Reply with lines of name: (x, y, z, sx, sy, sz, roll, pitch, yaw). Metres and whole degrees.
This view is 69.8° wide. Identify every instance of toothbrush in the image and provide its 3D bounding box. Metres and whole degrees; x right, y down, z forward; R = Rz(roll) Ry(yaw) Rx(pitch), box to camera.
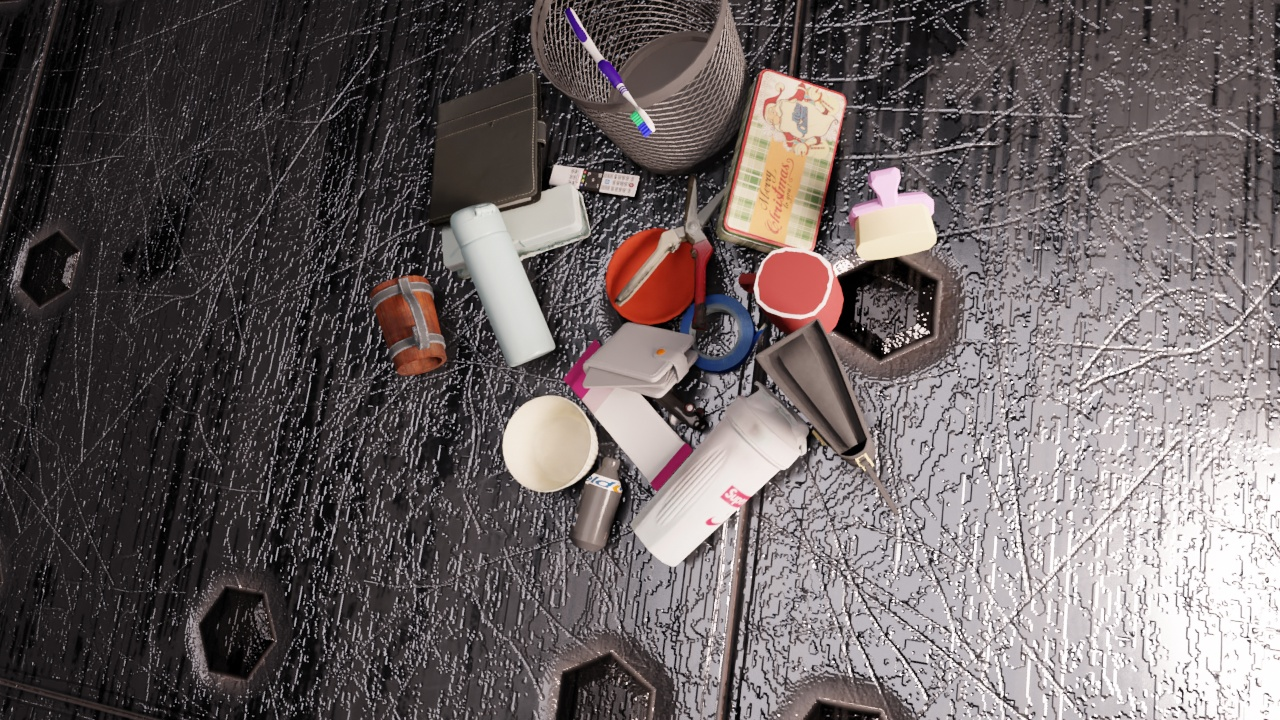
toothbrush: (-0.035, -0.303, 0.958, 0.016, 0.015, 0.186, -37, 69, 13)

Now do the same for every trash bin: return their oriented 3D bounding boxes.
trash bin: (0.018, -0.351, 1.083, 0.218, 0.227, 0.217, -4, 77, 18)

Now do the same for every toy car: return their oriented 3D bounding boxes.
toy car: (0.037, 0.052, 1.089, 0.092, 0.040, 0.037, 39, 93, 22)

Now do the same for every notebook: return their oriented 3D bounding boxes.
notebook: (-0.205, -0.284, 1.234, 0.170, 0.029, 0.208, -11, 65, 17)

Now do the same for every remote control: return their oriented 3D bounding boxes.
remote control: (-0.060, -0.234, 1.201, 0.124, 0.011, 0.028, 12, 82, 21)

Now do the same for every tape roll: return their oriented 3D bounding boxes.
tape roll: (0.093, -0.032, 1.101, 0.093, 0.016, 0.091, 37, 92, 22)

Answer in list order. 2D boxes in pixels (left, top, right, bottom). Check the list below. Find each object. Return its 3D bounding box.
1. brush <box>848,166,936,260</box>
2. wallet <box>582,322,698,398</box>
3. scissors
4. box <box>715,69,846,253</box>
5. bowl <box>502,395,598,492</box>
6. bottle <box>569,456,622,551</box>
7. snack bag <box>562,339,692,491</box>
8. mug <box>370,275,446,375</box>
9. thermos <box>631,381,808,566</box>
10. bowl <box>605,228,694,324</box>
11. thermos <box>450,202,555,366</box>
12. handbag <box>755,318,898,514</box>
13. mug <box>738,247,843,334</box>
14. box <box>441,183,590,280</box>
brush: (0.261, -0.149, 0.956, 0.089, 0.228, 0.043, -9, 83, 17)
wallet: (-0.006, 0.006, 1.075, 0.119, 0.037, 0.115, 14, 45, 36)
scissors: (0.044, -0.122, 1.099, 0.179, 0.015, 0.198, -21, 71, 14)
box: (0.166, -0.229, 1.079, 0.117, 0.050, 0.205, 16, 83, -5)
bowl: (-0.102, 0.104, 1.114, 0.115, 0.062, 0.115, -4, 77, 18)
bottle: (-0.050, 0.170, 1.091, 0.047, 0.047, 0.112, 16, 84, 21)
snack bag: (-0.018, 0.064, 1.108, 0.196, 0.016, 0.070, 48, 110, 27)
mug: (-0.298, -0.050, 1.193, 0.081, 0.118, 0.111, -14, 75, -22)
thermos: (0.090, 0.131, 1.033, 0.220, 0.099, 0.099, -47, 68, 10)
bowl: (0.020, -0.100, 1.131, 0.122, 0.035, 0.122, -4, 77, 18)
thermos: (-0.175, -0.098, 1.151, 0.065, 0.078, 0.207, -23, 90, -31)
handbag: (0.213, 0.073, 0.954, 0.072, 0.175, 0.195, -32, 73, 9)
mug: (0.166, -0.078, 1.042, 0.116, 0.096, 0.080, 15, 84, 21)
box: (-0.168, -0.173, 1.207, 0.199, 0.067, 0.083, -17, 92, 16)
